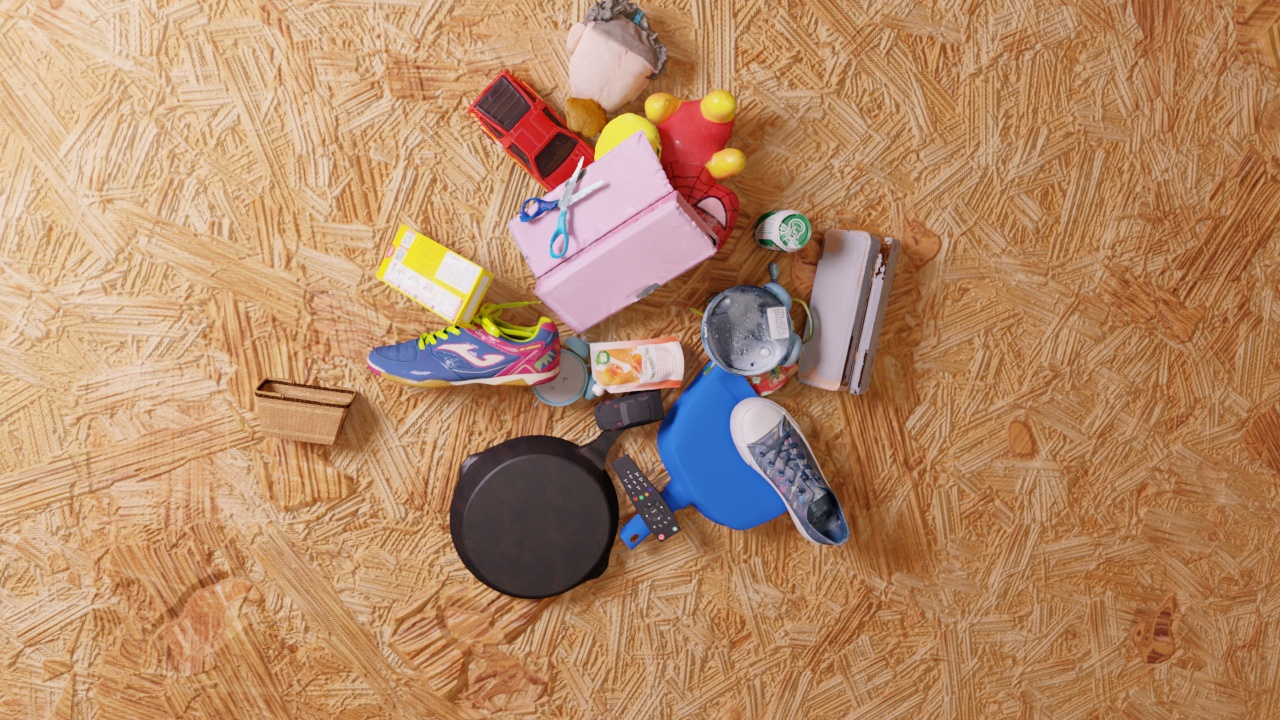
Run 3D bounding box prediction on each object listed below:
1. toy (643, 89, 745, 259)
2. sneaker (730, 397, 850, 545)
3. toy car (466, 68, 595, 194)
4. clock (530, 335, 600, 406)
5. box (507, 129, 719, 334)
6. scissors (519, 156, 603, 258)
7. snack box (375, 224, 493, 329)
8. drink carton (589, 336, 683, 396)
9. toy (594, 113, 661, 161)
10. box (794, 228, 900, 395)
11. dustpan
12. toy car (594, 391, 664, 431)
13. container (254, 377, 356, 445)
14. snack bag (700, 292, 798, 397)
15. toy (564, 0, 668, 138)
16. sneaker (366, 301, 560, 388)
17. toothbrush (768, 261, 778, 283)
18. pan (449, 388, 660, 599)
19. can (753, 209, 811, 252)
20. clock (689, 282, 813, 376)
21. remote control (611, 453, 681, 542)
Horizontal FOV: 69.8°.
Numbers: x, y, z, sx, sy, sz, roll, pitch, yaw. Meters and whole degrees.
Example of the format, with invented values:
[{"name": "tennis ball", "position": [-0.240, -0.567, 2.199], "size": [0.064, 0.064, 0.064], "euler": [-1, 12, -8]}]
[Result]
[{"name": "toy", "position": [0.063, -0.226, 1.152], "size": [0.148, 0.098, 0.216], "euler": [5, 97, 28]}, {"name": "sneaker", "position": [0.207, 0.147, 1.205], "size": [0.087, 0.079, 0.235], "euler": [-37, 102, -11]}, {"name": "toy car", "position": [-0.123, -0.270, 1.144], "size": [0.189, 0.056, 0.081], "euler": [43, 91, -15]}, {"name": "clock", "position": [-0.088, 0.014, 1.197], "size": [0.123, 0.042, 0.087], "euler": [-19, 101, -5]}, {"name": "box", "position": [-0.043, -0.146, 1.119], "size": [0.233, 0.059, 0.179], "euler": [-30, 104, 30]}, {"name": "scissors", "position": [-0.102, -0.195, 1.115], "size": [0.110, 0.015, 0.132], "euler": [35, 111, 25]}, {"name": "snack box", "position": [-0.251, -0.103, 1.113], "size": [0.152, 0.025, 0.075], "euler": [29, 93, 30]}, {"name": "drink carton", "position": [-0.007, 0.007, 1.200], "size": [0.122, 0.039, 0.069], "euler": [-5, 90, -19]}, {"name": "toy", "position": [-0.016, -0.253, 1.118], "size": [0.094, 0.041, 0.095], "euler": [3, 93, 34]}, {"name": "box", "position": [0.277, -0.066, 1.238], "size": [0.107, 0.094, 0.216], "euler": [12, 97, 13]}, {"name": "dustpan", "position": [0.082, 0.166, 1.241], "size": [0.257, 0.059, 0.245], "euler": [-40, 103, -12]}, {"name": "toy car", "position": [-0.014, 0.067, 1.193], "size": [0.091, 0.036, 0.042], "euler": [-11, 92, -14]}, {"name": "container", "position": [-0.418, 0.064, 1.142], "size": [0.114, 0.063, 0.061], "euler": [9, 104, -11]}, {"name": "snack bag", "position": [0.141, -0.027, 1.236], "size": [0.087, 0.044, 0.155], "euler": [-37, 96, -2]}, {"name": "toy", "position": [-0.041, -0.358, 1.134], "size": [0.132, 0.076, 0.176], "euler": [29, 90, -26]}, {"name": "sneaker", "position": [-0.220, -0.022, 1.141], "size": [0.242, 0.116, 0.091], "euler": [0, 107, 1]}, {"name": "toothbrush", "position": [0.189, -0.068, 1.244], "size": [0.021, 0.016, 0.132], "euler": [-10, 99, -4]}, {"name": "pan", "position": [-0.095, 0.166, 1.218], "size": [0.248, 0.043, 0.356], "euler": [42, 90, -13]}, {"name": "can", "position": [0.183, -0.167, 1.185], "size": [0.053, 0.101, 0.053], "euler": [-1, 98, -10]}, {"name": "clock", "position": [0.150, -0.040, 1.190], "size": [0.162, 0.060, 0.118], "euler": [-8, 87, -9]}, {"name": "remote control", "position": [0.006, 0.179, 1.206], "size": [0.039, 0.010, 0.125], "euler": [-33, 95, 9]}]
